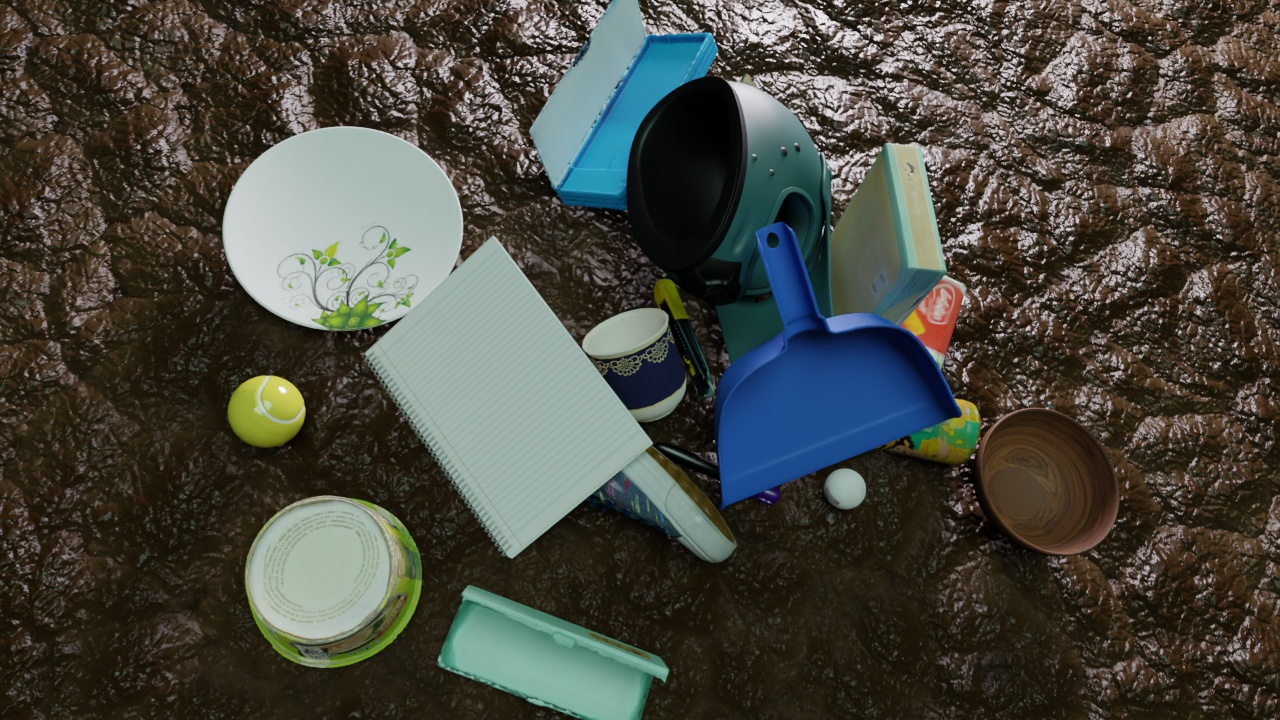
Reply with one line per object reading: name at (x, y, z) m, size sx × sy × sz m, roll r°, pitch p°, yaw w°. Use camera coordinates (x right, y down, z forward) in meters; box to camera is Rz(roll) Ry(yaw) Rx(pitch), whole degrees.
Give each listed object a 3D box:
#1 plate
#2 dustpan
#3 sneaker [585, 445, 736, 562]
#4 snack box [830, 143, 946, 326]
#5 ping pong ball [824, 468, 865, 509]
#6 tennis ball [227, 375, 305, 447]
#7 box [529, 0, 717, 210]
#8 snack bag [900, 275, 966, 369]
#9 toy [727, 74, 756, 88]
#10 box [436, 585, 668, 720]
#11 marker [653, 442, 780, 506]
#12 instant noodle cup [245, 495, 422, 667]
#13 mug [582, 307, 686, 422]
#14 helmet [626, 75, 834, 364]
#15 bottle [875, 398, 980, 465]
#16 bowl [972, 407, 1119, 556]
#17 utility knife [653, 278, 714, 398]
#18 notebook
plate at (-0.295, -0.130, 0.925) m, size 0.229 × 0.030 × 0.229 m, roll 3°, pitch 69°, yaw -9°
dustpan at (0.150, -0.004, 0.824) m, size 0.245 × 0.059 × 0.258 m, roll -21°, pitch 110°, yaw 1°
sneaker at (-0.015, 0.114, 0.865) m, size 0.235 × 0.087 × 0.079 m, roll 42°, pitch 95°, yaw 9°
snack box at (0.229, -0.096, 0.907) m, size 0.044 × 0.194 × 0.141 m, roll 4°, pitch 62°, yaw -9°
ping pong ball at (0.202, 0.127, 0.907) m, size 0.040 × 0.040 × 0.040 m, roll 3°, pitch 69°, yaw -9°
tennis ball at (-0.338, 0.046, 0.831) m, size 0.065 × 0.065 × 0.065 m, roll 3°, pitch 69°, yaw -9°
box at (-0.019, -0.289, 0.978) m, size 0.094 × 0.115 × 0.242 m, roll 11°, pitch 62°, yaw 32°
snack bag at (0.300, -0.045, 0.993) m, size 0.077 × 0.036 × 0.115 m, roll 25°, pitch 67°, yaw 1°
toy at (0.080, -0.276, 1.033) m, size 0.112 × 0.050 × 0.087 m, roll -24°, pitch 74°, yaw 5°
box at (-0.075, 0.254, 0.783) m, size 0.188 × 0.093 × 0.077 m, roll 22°, pitch 66°, yaw -1°
marker at (0.075, 0.111, 0.905) m, size 0.134 × 0.015 × 0.018 m, roll 23°, pitch 70°, yaw -1°
instant noodle cup at (-0.261, 0.180, 0.775) m, size 0.146 × 0.098 × 0.146 m, roll 3°, pitch 68°, yaw -9°
mug at (-0.005, 0.005, 0.898) m, size 0.085 × 0.112 × 0.089 m, roll -27°, pitch 116°, yaw -12°
helmet at (0.101, -0.135, 0.910) m, size 0.200 × 0.177 × 0.274 m, roll 29°, pitch 49°, yaw -43°
bottle at (0.231, 0.053, 0.926) m, size 0.209 × 0.068 × 0.068 m, roll 12°, pitch 68°, yaw -5°
bowl at (0.394, 0.128, 0.925) m, size 0.147 × 0.069 × 0.147 m, roll 4°, pitch 69°, yaw -9°
utility knife at (0.044, -0.022, 0.907) m, size 0.020 × 0.029 × 0.172 m, roll -4°, pitch 43°, yaw -18°
notebook at (-0.130, 0.035, 0.852) m, size 0.178 × 0.013 × 0.245 m, roll -40°, pitch 79°, yaw 12°
